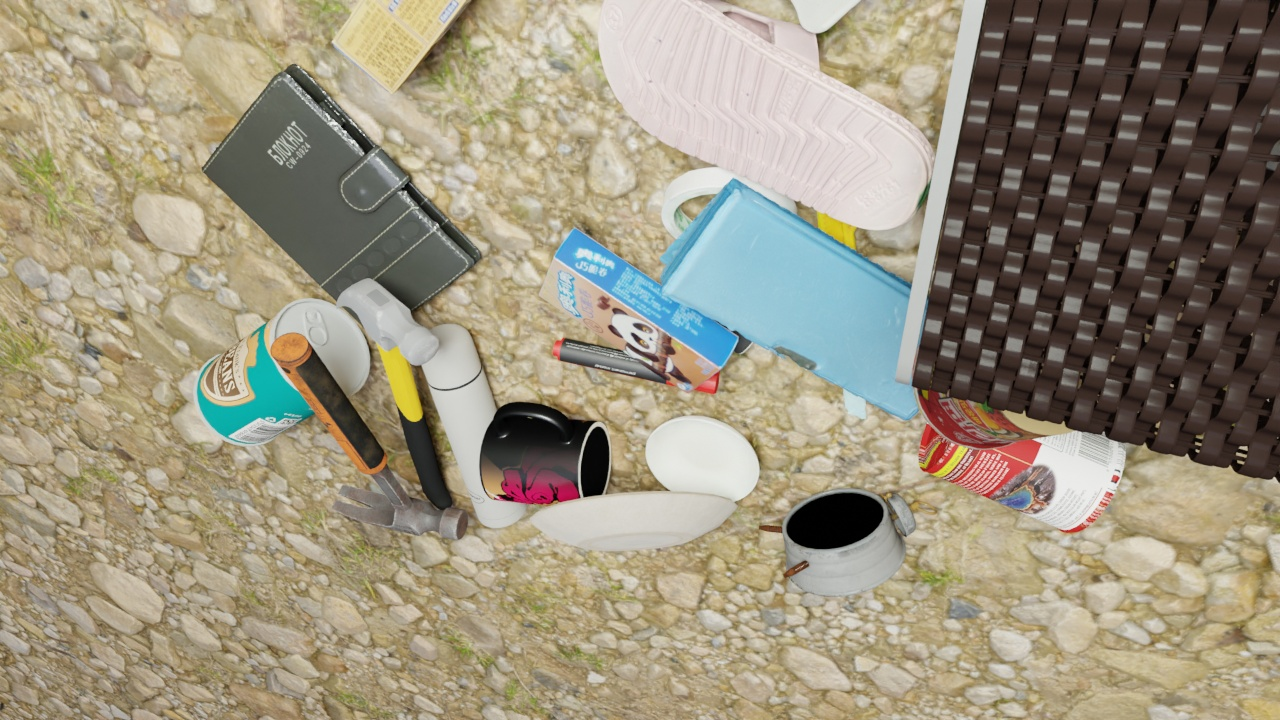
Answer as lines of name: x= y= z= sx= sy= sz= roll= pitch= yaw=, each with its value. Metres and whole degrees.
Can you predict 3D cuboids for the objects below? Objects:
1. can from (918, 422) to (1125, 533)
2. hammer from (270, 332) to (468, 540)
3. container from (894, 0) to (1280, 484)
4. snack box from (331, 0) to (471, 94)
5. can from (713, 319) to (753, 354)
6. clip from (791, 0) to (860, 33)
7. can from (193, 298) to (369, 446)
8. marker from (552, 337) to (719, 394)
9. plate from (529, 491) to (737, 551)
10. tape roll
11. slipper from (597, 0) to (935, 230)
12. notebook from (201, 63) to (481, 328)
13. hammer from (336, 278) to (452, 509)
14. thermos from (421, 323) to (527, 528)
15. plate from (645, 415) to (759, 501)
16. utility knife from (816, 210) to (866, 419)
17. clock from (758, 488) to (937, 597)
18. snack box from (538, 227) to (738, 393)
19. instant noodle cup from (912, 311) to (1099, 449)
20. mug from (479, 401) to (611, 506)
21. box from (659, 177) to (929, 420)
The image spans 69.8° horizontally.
can: x=0.281 y=0.067 z=0.685 sx=0.116 sy=0.086 sz=0.087 roll=23 pitch=132 yaw=3
hammer: x=-0.266 y=0.078 z=0.839 sx=0.138 sy=0.034 sz=0.315 roll=7 pitch=146 yaw=13
container: x=0.276 y=-0.106 z=0.445 sx=0.244 sy=0.244 sz=0.248 roll=11 pitch=131 yaw=17
snack box: x=-0.121 y=-0.265 z=0.591 sx=0.056 sy=0.057 sz=0.207 roll=41 pitch=130 yaw=-18
can: x=0.055 y=-0.040 z=0.722 sx=0.080 sy=0.031 sz=0.032 roll=35 pitch=131 yaw=-9
clip: x=0.070 y=-0.249 z=0.514 sx=0.152 sy=0.098 sz=0.127 roll=50 pitch=131 yaw=-8
can: x=-0.343 y=0.014 z=0.875 sx=0.144 sy=0.099 sz=0.099 roll=-24 pitch=116 yaw=35
marker: x=-0.005 y=0.005 z=0.790 sx=0.145 sy=0.021 sz=0.023 roll=12 pitch=161 yaw=12
plate: x=-0.006 y=0.152 z=0.836 sx=0.189 sy=0.027 sz=0.189 roll=-3 pitch=160 yaw=-1
tape roll: x=0.063 y=-0.103 z=0.651 sx=0.094 sy=0.018 sz=0.094 roll=10 pitch=157 yaw=4
slipper: x=0.080 y=-0.167 z=0.588 sx=0.239 sy=0.064 sz=0.094 roll=33 pitch=136 yaw=12
notebook: x=-0.254 y=-0.125 z=0.777 sx=0.170 sy=0.029 sz=0.209 roll=-27 pitch=117 yaw=38
hammer: x=-0.215 y=0.046 z=0.858 sx=0.127 sy=0.029 sz=0.324 roll=40 pitch=151 yaw=25
thermos: x=-0.159 y=0.065 z=0.877 sx=0.052 sy=0.052 sz=0.224 roll=3 pitch=128 yaw=19
plate: x=0.058 y=0.085 z=0.827 sx=0.104 sy=0.026 sz=0.104 roll=11 pitch=130 yaw=13
utility knife: x=0.157 y=-0.039 z=0.698 sx=0.030 sy=0.019 sz=0.217 roll=6 pitch=133 yaw=27
clock: x=0.186 y=0.151 z=0.793 sx=0.148 sy=0.104 sz=0.056 roll=-21 pitch=111 yaw=-1
snack box: x=-0.005 y=-0.035 z=0.720 sx=0.151 sy=0.034 sz=0.087 roll=33 pitch=160 yaw=-3
instant noodle cup: x=0.237 y=0.012 z=0.587 sx=0.100 sy=0.112 sz=0.100 roll=0 pitch=91 yaw=2
mug: x=-0.091 y=0.081 z=0.840 sx=0.098 sy=0.081 sz=0.118 roll=3 pitch=137 yaw=19
box: x=0.128 y=-0.042 z=0.652 sx=0.231 sy=0.054 sz=0.093 roll=25 pitch=115 yaw=-22
